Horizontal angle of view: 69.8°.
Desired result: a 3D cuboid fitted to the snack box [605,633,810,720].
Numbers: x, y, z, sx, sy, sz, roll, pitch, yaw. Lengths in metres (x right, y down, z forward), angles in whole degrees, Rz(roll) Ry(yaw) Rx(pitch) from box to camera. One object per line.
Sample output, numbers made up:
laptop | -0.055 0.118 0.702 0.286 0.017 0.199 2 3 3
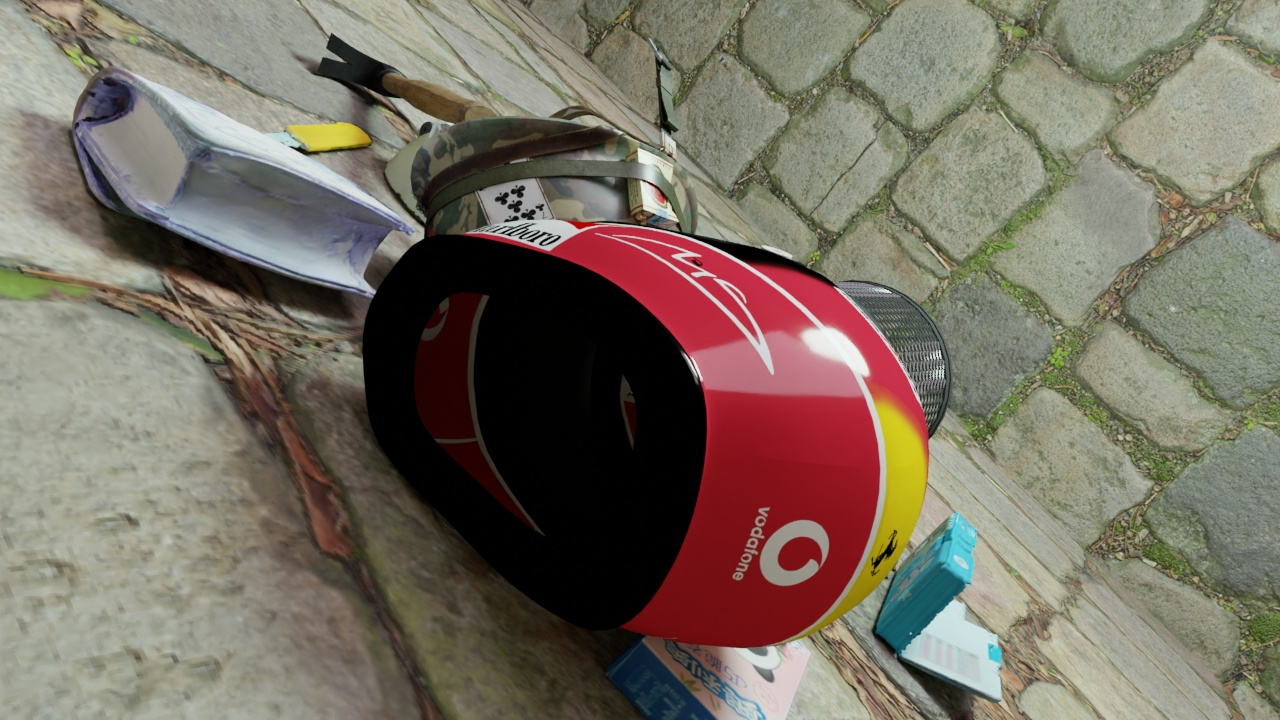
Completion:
snack box | 0.045 0.172 0.523 0.088 0.033 0.154 44 16 10

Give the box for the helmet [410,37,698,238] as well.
helmet | -0.059 -0.098 0.654 0.224 0.193 0.235 47 41 -38

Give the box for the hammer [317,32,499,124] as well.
hammer | -0.206 -0.247 0.849 0.132 0.040 0.305 17 11 -36

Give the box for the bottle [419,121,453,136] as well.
bottle | -0.189 -0.226 0.978 0.047 0.047 0.112 51 18 28

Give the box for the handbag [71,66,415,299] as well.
handbag | -0.228 -0.099 0.533 0.126 0.069 0.158 36 9 34

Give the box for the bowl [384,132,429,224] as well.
bowl | -0.151 -0.158 0.846 0.153 0.073 0.153 37 16 -13

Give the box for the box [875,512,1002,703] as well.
box | 0.303 0.233 0.862 0.117 0.097 0.226 44 16 14

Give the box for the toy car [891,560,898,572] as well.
toy car | 0.227 0.170 0.933 0.047 0.047 0.112 -102 171 -63

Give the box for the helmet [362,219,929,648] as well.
helmet | 0.020 0.029 0.492 0.271 0.198 0.224 30 20 35

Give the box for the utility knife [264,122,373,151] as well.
utility knife | -0.264 -0.180 0.735 0.030 0.019 0.227 35 12 -5

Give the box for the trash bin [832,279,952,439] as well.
trash bin | 0.187 0.019 0.943 0.217 0.218 0.227 48 21 19
